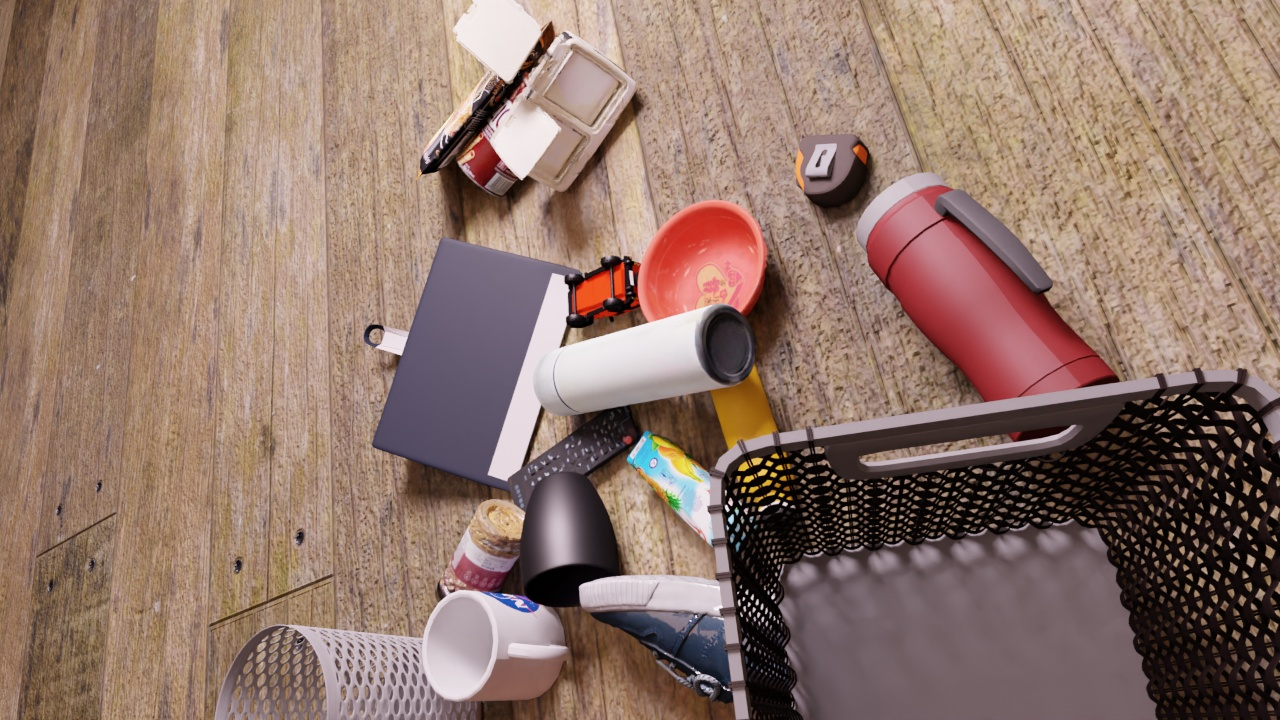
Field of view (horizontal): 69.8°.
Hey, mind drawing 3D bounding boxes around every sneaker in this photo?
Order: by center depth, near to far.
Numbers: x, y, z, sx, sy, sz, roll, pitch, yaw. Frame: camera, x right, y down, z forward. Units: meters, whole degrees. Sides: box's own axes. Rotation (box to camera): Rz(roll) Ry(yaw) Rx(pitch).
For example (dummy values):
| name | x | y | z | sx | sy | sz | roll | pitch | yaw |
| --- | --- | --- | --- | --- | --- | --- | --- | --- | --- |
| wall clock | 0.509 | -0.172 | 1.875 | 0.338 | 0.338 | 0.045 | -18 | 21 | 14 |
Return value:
| name | x | y | z | sx | sy | sz | roll | pitch | yaw |
| --- | --- | --- | --- | --- | --- | --- | --- | --- | --- |
| sneaker | 0.055 | 0.214 | 0.700 | 0.236 | 0.089 | 0.087 | 1 | 80 | 33 |

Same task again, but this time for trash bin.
| name | x | y | z | sx | sy | sz | roll | pitch | yaw |
| --- | --- | --- | --- | --- | --- | --- | --- | --- | --- |
| trash bin | -0.256 | 0.324 | 0.829 | 0.157 | 0.183 | 0.156 | -13 | 67 | 33 |

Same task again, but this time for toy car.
| name | x | y | z | sx | sy | sz | roll | pitch | yaw |
| --- | --- | --- | --- | --- | --- | --- | --- | --- | --- |
| toy car | -0.032 | -0.064 | 0.878 | 0.100 | 0.048 | 0.051 | -19 | 70 | 47 |

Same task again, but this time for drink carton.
| name | x | y | z | sx | sy | sz | roll | pitch | yaw |
| --- | --- | --- | --- | --- | --- | --- | --- | --- | --- |
| drink carton | 0.043 | 0.109 | 0.769 | 0.129 | 0.044 | 0.038 | 41 | 100 | 40 |

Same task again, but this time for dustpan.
| name | x | y | z | sx | sy | sz | roll | pitch | yaw |
| --- | --- | --- | --- | --- | --- | --- | --- | --- | --- |
| dustpan | -0.206 | -0.006 | 0.998 | 0.273 | 0.080 | 0.236 | 15 | 84 | 18 |

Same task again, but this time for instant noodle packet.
| name | x | y | z | sx | sy | sz | roll | pitch | yaw |
| --- | --- | --- | --- | --- | --- | --- | --- | --- | --- |
| instant noodle packet | -0.177 | -0.295 | 1.037 | 0.221 | 0.032 | 0.159 | -45 | 17 | 16 |

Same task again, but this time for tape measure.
| name | x | y | z | sx | sy | sz | roll | pitch | yaw |
| --- | --- | --- | --- | --- | --- | --- | --- | --- | --- |
| tape measure | 0.158 | -0.163 | 0.777 | 0.058 | 0.038 | 0.058 | 9 | 80 | 38 |

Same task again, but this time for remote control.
| name | x | y | z | sx | sy | sz | roll | pitch | yaw |
| --- | --- | --- | --- | --- | --- | --- | --- | --- | --- |
| remote control | -0.062 | 0.095 | 0.867 | 0.150 | 0.022 | 0.047 | -35 | 56 | 21 |

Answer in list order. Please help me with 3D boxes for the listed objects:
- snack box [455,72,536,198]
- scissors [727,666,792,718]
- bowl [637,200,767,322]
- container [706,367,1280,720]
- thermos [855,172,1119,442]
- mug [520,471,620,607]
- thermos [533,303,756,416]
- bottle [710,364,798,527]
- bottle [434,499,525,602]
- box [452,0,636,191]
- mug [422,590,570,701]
| name | x | y | z | sx | sy | sz | roll | pitch | yaw |
| --- | --- | --- | --- | --- | --- | --- | --- | --- | --- |
| snack box | -0.139 | -0.246 | 1.007 | 0.121 | 0.072 | 0.072 | -44 | 54 | 18 |
| scissors | 0.128 | 0.273 | 0.630 | 0.171 | 0.012 | 0.158 | 19 | 108 | 16 |
| bowl | 0.063 | -0.074 | 0.814 | 0.131 | 0.045 | 0.130 | -13 | 67 | 33 |
| container | 0.182 | 0.175 | 0.468 | 0.247 | 0.244 | 0.245 | -9 | 67 | 8 |
| thermos | 0.237 | -0.047 | 0.637 | 0.084 | 0.108 | 0.198 | -21 | 58 | -13 |
| mug | -0.071 | 0.164 | 0.821 | 0.119 | 0.084 | 0.100 | 120 | 150 | -44 |
| thermos | -0.005 | 0.005 | 0.790 | 0.231 | 0.067 | 0.067 | -14 | 66 | 50 |
| bottle | 0.092 | 0.067 | 0.745 | 0.043 | 0.043 | 0.143 | -30 | 59 | 25 |
| bottle | -0.147 | 0.187 | 0.863 | 0.056 | 0.056 | 0.105 | 46 | 117 | 37 |
| box | -0.099 | -0.248 | 0.889 | 0.144 | 0.187 | 0.105 | -54 | 36 | 17 |
| mug | -0.118 | 0.254 | 0.809 | 0.121 | 0.090 | 0.091 | -5 | 72 | 36 |
